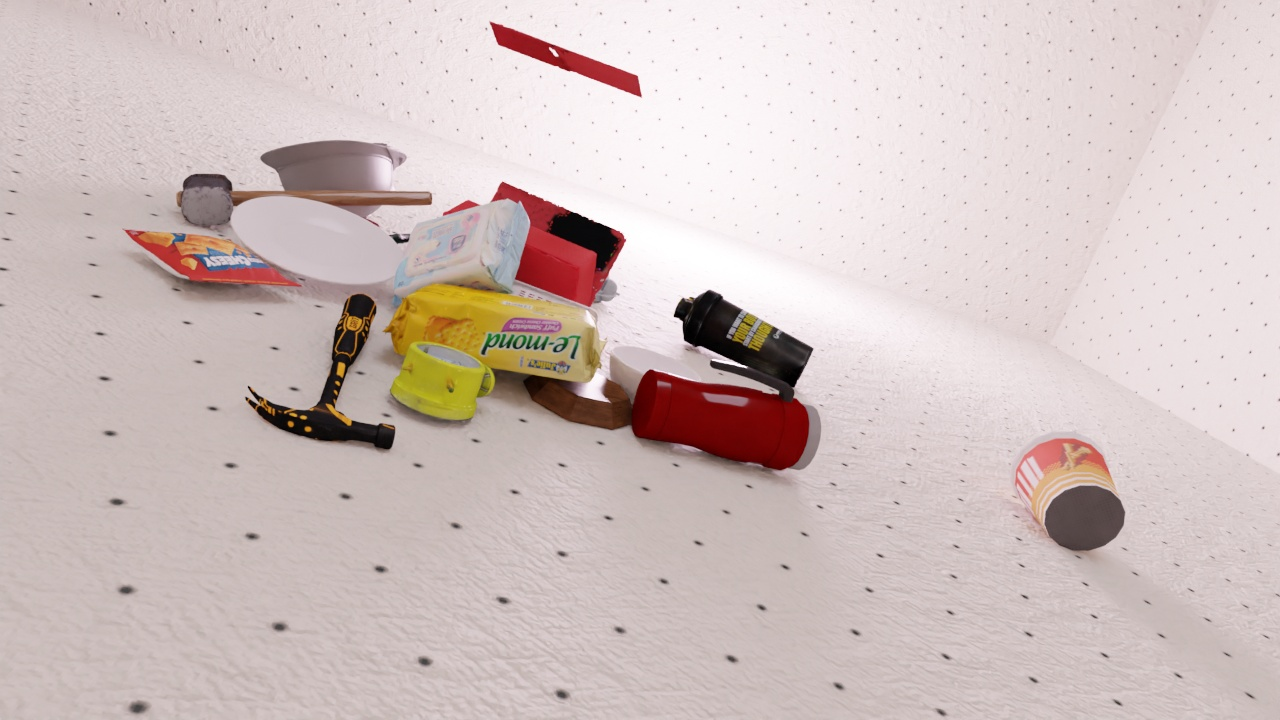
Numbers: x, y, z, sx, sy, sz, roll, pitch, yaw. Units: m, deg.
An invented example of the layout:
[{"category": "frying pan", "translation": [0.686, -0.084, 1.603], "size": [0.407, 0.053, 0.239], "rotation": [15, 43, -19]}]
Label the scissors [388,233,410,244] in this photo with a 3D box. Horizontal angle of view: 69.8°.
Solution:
[{"category": "scissors", "translation": [-0.327, -0.196, 1.425], "size": [0.203, 0.015, 0.202], "rotation": [-16, 6, -38]}]

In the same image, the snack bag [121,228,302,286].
[{"category": "snack bag", "translation": [-0.471, -0.110, 1.009], "size": [0.144, 0.039, 0.130], "rotation": [29, 16, 29]}]

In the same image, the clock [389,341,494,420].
[{"category": "clock", "translation": [-0.190, 0.018, 0.888], "size": [0.083, 0.057, 0.119], "rotation": [21, 9, 6]}]

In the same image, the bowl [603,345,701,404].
[{"category": "bowl", "translation": [0.012, 0.028, 1.115], "size": [0.114, 0.051, 0.114], "rotation": [18, 15, -5]}]

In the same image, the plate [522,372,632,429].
[{"category": "plate", "translation": [-0.065, 0.037, 1.035], "size": [0.131, 0.025, 0.131], "rotation": [18, 15, -5]}]

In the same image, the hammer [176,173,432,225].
[{"category": "hammer", "translation": [-0.452, -0.222, 1.255], "size": [0.327, 0.052, 0.098], "rotation": [-4, 23, -22]}]

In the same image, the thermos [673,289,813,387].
[{"category": "thermos", "translation": [0.162, -0.037, 1.463], "size": [0.221, 0.098, 0.098], "rotation": [27, 16, 11]}]

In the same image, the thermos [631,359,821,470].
[{"category": "thermos", "translation": [0.100, 0.056, 1.019], "size": [0.198, 0.108, 0.084], "rotation": [13, 18, -16]}]

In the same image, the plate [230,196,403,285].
[{"category": "plate", "translation": [-0.400, -0.147, 1.145], "size": [0.208, 0.015, 0.208], "rotation": [21, 27, -11]}]

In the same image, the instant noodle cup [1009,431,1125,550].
[{"category": "instant noodle cup", "translation": [0.556, 0.173, 1.184], "size": [0.123, 0.124, 0.121], "rotation": [20, 23, 1]}]

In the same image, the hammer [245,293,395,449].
[{"category": "hammer", "translation": [-0.290, -0.002, 0.883], "size": [0.123, 0.036, 0.320], "rotation": [14, 18, -16]}]

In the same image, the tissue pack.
[{"category": "tissue pack", "translation": [-0.224, -0.126, 1.120], "size": [0.182, 0.111, 0.070], "rotation": [-9, -32, 29]}]

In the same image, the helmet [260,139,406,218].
[{"category": "helmet", "translation": [-0.463, -0.262, 1.428], "size": [0.184, 0.117, 0.270], "rotation": [-8, 2, 17]}]

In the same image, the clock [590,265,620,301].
[{"category": "clock", "translation": [-0.106, -0.137, 1.555], "size": [0.159, 0.045, 0.122], "rotation": [30, 19, 38]}]

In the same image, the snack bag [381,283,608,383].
[{"category": "snack bag", "translation": [-0.156, -0.035, 1.018], "size": [0.247, 0.068, 0.159], "rotation": [10, 12, -5]}]

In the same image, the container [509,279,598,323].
[{"category": "container", "translation": [-0.126, -0.040, 1.138], "size": [0.129, 0.081, 0.049], "rotation": [21, 27, 3]}]

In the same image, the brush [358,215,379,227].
[{"category": "brush", "translation": [-0.421, -0.171, 1.280], "size": [0.082, 0.042, 0.173], "rotation": [17, 15, -9]}]

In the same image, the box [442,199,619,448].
[{"category": "box", "translation": [-0.151, -0.036, 1.355], "size": [0.214, 0.171, 0.479], "rotation": [24, -15, 17]}]
